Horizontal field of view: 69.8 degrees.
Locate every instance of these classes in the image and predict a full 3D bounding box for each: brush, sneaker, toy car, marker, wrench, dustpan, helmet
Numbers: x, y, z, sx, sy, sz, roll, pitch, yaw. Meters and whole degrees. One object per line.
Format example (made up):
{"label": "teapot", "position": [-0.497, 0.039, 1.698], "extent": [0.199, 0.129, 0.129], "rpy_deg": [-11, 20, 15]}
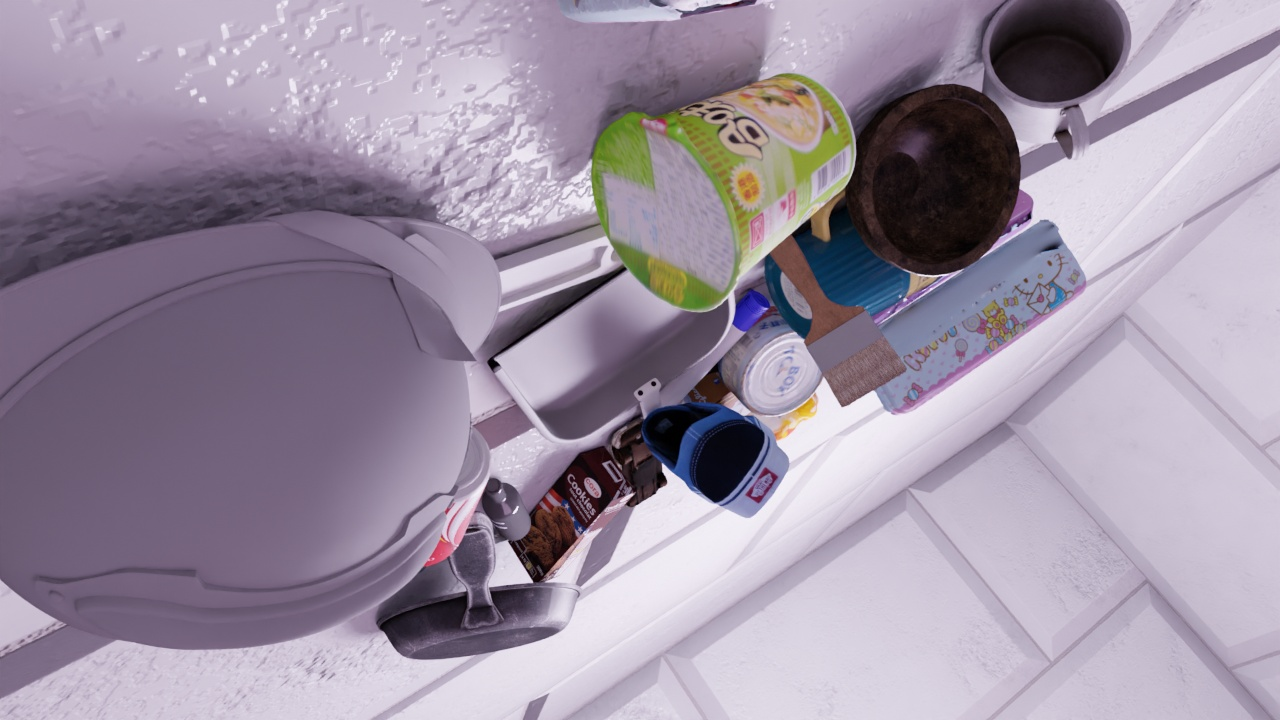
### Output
{"label": "brush", "position": [0.111, -0.042, 0.583], "extent": [0.045, 0.143, 0.008], "rpy_deg": [-31, 159, 10]}
{"label": "sneaker", "position": [0.051, 0.063, 0.746], "extent": [0.083, 0.098, 0.241], "rpy_deg": [-53, -179, -3]}
{"label": "toy car", "position": [-0.005, 0.090, 0.838], "extent": [0.048, 0.040, 0.113], "rpy_deg": [-28, 140, -22]}
{"label": "marker", "position": [0.053, -0.003, 0.751], "extent": [0.020, 0.020, 0.142], "rpy_deg": [-9, 147, -51]}
{"label": "wrench", "position": [-0.097, -0.034, 0.448], "extent": [0.272, 0.018, 0.087], "rpy_deg": [-24, 155, -33]}
{"label": "dustpan", "position": [-0.004, 0.004, 0.648], "extent": [0.163, 0.033, 0.258], "rpy_deg": [-34, 164, -6]}
{"label": "helmet", "position": [-0.134, 0.047, 0.358], "extent": [0.270, 0.117, 0.184], "rpy_deg": [-17, 151, -48]}

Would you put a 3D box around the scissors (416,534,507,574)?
{"label": "scissors", "position": [-0.158, 0.141, 0.732], "extent": [0.147, 0.015, 0.209], "rpy_deg": [-49, 156, 27]}

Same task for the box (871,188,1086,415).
{"label": "box", "position": [0.248, -0.064, 0.750], "extent": [0.214, 0.150, 0.049], "rpy_deg": [-32, 163, -13]}

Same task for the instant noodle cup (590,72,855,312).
{"label": "instant noodle cup", "position": [0.047, -0.091, 0.456], "extent": [0.107, 0.099, 0.099], "rpy_deg": [-34, 161, -31]}

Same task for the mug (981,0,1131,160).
{"label": "mug", "position": [0.267, -0.177, 0.593], "extent": [0.084, 0.113, 0.070], "rpy_deg": [-11, 168, 16]}

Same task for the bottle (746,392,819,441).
{"label": "bottle", "position": [0.126, 0.056, 0.932], "extent": [0.109, 0.063, 0.063], "rpy_deg": [-37, 160, 0]}

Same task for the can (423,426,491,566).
{"label": "can", "position": [-0.134, 0.084, 0.572], "extent": [0.064, 0.064, 0.105], "rpy_deg": [-21, 155, -36]}

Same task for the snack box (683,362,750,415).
{"label": "snack box", "position": [0.125, -0.002, 0.851], "extent": [0.186, 0.031, 0.101], "rpy_deg": [-35, 160, -6]}

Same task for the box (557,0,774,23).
{"label": "box", "position": [0.063, -0.180, 0.352], "extent": [0.201, 0.087, 0.103], "rpy_deg": [-24, -165, -30]}

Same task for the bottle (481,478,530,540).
{"label": "bottle", "position": [-0.109, 0.116, 0.731], "extent": [0.030, 0.030, 0.113], "rpy_deg": [-32, 159, -13]}

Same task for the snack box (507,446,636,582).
{"label": "snack box", "position": [-0.065, 0.142, 0.829], "extent": [0.031, 0.051, 0.141], "rpy_deg": [-12, 148, -49]}

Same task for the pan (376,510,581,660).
{"label": "pan", "position": [-0.136, 0.199, 0.773], "extent": [0.187, 0.055, 0.358], "rpy_deg": [-7, 157, -11]}

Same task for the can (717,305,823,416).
{"label": "can", "position": [0.111, 0.001, 0.765], "extent": [0.086, 0.043, 0.086], "rpy_deg": [-13, 125, -20]}

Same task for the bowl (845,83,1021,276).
{"label": "bowl", "position": [0.185, -0.120, 0.614], "extent": [0.121, 0.121, 0.056], "rpy_deg": [-33, -159, -9]}

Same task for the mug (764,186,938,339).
{"label": "mug", "position": [0.153, -0.082, 0.675], "extent": [0.107, 0.083, 0.114], "rpy_deg": [-28, 130, -14]}
